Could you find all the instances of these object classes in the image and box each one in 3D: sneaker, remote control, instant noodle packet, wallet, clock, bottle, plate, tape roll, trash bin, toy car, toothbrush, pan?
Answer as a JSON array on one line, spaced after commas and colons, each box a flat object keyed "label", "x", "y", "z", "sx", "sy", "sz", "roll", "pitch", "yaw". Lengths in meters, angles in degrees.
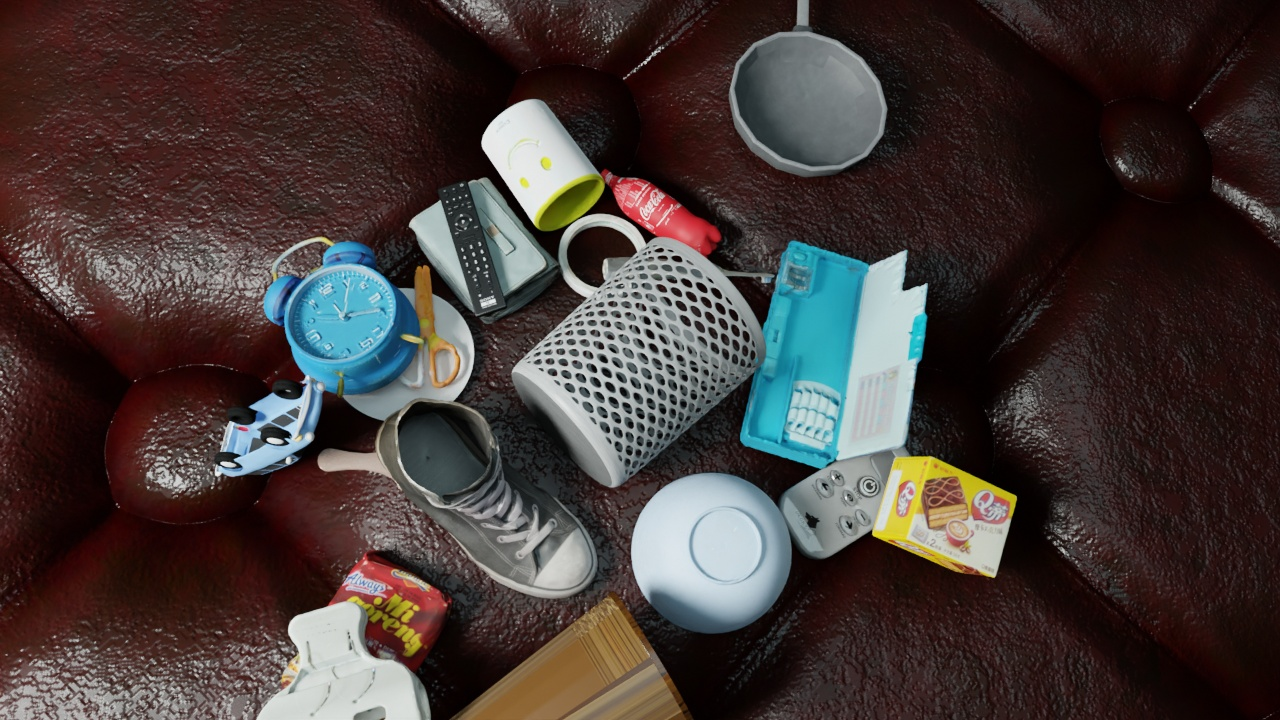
[{"label": "sneaker", "x": -0.124, "y": 0.121, "z": 0.789, "sx": 0.235, "sy": 0.120, "sz": 0.095, "roll": 47, "pitch": 70, "yaw": -6}, {"label": "remote control", "x": 0.207, "y": 0.132, "z": 0.899, "sx": 0.151, "sy": 0.019, "sz": 0.074, "roll": -27, "pitch": 78, "yaw": -17}, {"label": "instant noodle packet", "x": -0.230, "y": 0.239, "z": 0.781, "sx": 0.098, "sy": 0.040, "sz": 0.135, "roll": 27, "pitch": 70, "yaw": 8}, {"label": "wallet", "x": -0.154, "y": -0.111, "z": 0.908, "sx": 0.100, "sy": 0.054, "sz": 0.131, "roll": -37, "pitch": 76, "yaw": -20}, {"label": "clock", "x": -0.277, "y": -0.044, "z": 0.842, "sx": 0.116, "sy": 0.060, "sz": 0.161, "roll": -37, "pitch": 73, "yaw": -13}, {"label": "bottle", "x": 0.018, "y": -0.154, "z": 0.952, "sx": 0.141, "sy": 0.042, "sz": 0.041, "roll": 35, "pitch": 69, "yaw": 4}, {"label": "plate", "x": -0.227, "y": -0.005, "z": 0.877, "sx": 0.134, "sy": 0.011, "sz": 0.134, "roll": 3, "pitch": 71, "yaw": -8}, {"label": "tape roll", "x": -0.038, "y": -0.106, "z": 0.942, "sx": 0.093, "sy": 0.013, "sz": 0.093, "roll": 3, "pitch": 71, "yaw": -8}, {"label": "remote control", "x": -0.161, "y": -0.108, "z": 0.875, "sx": 0.030, "sy": 0.009, "sz": 0.140, "roll": -19, "pitch": 74, "yaw": -3}, {"label": "trash bin", "x": -0.005, "y": 0.005, "z": 0.837, "sx": 0.183, "sy": 0.157, "sz": 0.156, "roll": -42, "pitch": 82, "yaw": -17}, {"label": "toy car", "x": -0.312, "y": 0.061, "z": 0.781, "sx": 0.054, "sy": 0.154, "sz": 0.056, "roll": 28, "pitch": 53, "yaw": -39}, {"label": "toothbrush", "x": 0.053, "y": -0.091, "z": 0.940, "sx": 0.185, "sy": 0.022, "sz": 0.024, "roll": 0, "pitch": 103, "yaw": -18}, {"label": "pan", "x": 0.186, "y": -0.364, "z": 1.052, "sx": 0.178, "sy": 0.041, "sz": 0.356, "roll": 5, "pitch": 71, "yaw": -8}]

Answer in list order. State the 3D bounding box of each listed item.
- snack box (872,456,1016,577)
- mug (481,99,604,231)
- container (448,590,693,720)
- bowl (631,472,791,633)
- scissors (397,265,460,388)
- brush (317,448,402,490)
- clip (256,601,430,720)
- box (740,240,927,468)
[{"label": "snack box", "x": 0.289, "y": 0.148, "z": 0.871, "sx": 0.105, "sy": 0.061, "sz": 0.083, "roll": 24, "pitch": 76, "yaw": -14}, {"label": "mug", "x": -0.099, "y": -0.197, "z": 0.926, "sx": 0.082, "sy": 0.083, "sz": 0.106, "roll": -32, "pitch": 79, "yaw": -18}, {"label": "container", "x": -0.059, "y": 0.291, "z": 0.749, "sx": 0.167, "sy": 0.132, "sz": 0.132, "roll": -30, "pitch": 79, "yaw": -12}, {"label": "bowl", "x": 0.070, "y": 0.170, "z": 0.828, "sx": 0.150, "sy": 0.075, "sz": 0.150, "roll": 2, "pitch": 74, "yaw": -5}, {"label": "scissors", "x": -0.209, "y": -0.034, "z": 0.877, "sx": 0.065, "sy": 0.013, "sz": 0.128, "roll": -6, "pitch": 73, "yaw": -12}, {"label": "brush", "x": -0.227, "y": 0.093, "z": 0.842, "sx": 0.135, "sy": 0.015, "sz": 0.049, "roll": 4, "pitch": 72, "yaw": -8}, {"label": "clip", "x": -0.233, "y": 0.263, "z": 0.710, "sx": 0.126, "sy": 0.105, "sz": 0.151, "roll": -14, "pitch": 85, "yaw": -12}, {"label": "box", "x": 0.200, "y": -0.009, "z": 0.909, "sx": 0.172, "sy": 0.084, "sz": 0.226, "roll": 3, "pitch": 63, "yaw": 28}]
